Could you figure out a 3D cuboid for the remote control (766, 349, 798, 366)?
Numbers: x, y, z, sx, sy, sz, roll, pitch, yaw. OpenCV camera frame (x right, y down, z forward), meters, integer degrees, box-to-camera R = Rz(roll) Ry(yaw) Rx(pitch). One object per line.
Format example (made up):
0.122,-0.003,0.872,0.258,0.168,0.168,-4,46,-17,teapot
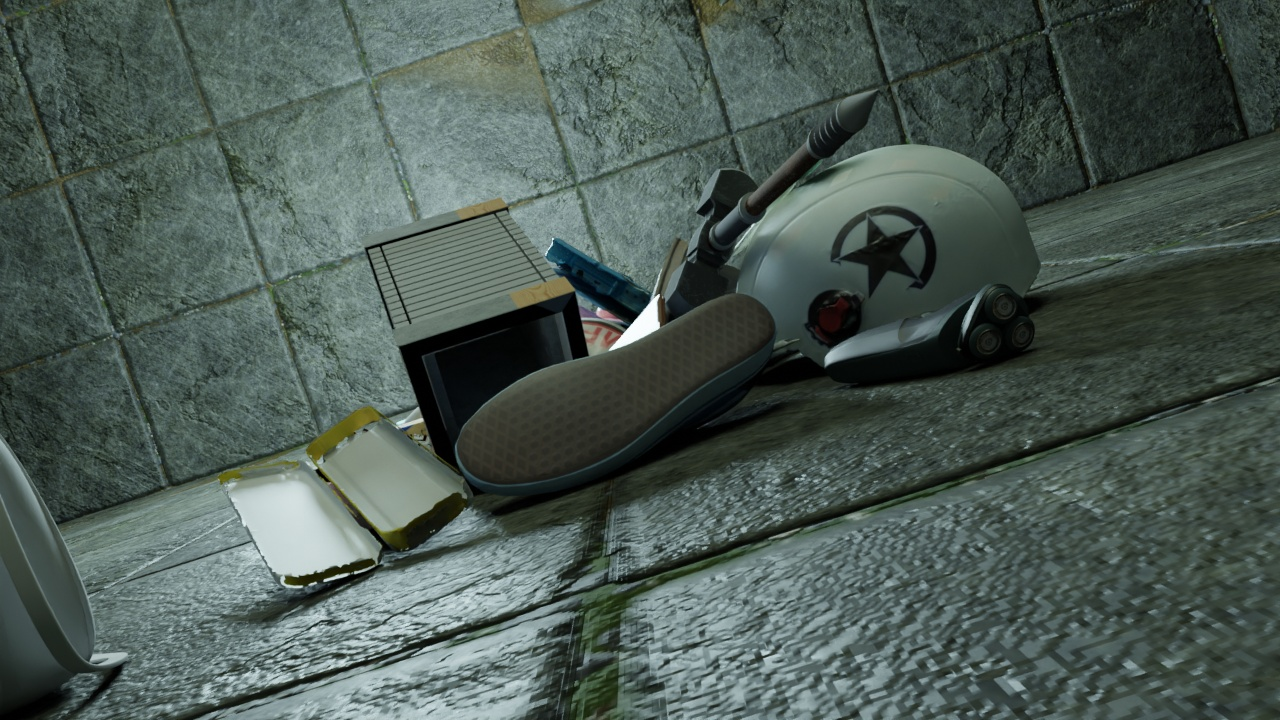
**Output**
0.133,-0.004,0.957,0.047,0.009,0.124,-15,4,39,remote control

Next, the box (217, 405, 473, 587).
-0.204,0.087,0.619,0.129,0.039,0.210,-24,24,-27,box

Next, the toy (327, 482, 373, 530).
-0.207,0.102,0.696,0.093,0.050,0.103,-27,5,-33,toy

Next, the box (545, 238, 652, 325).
-0.004,-0.058,1.036,0.048,0.231,0.093,-59,-12,1,box

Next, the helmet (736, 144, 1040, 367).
0.194,-0.093,0.799,0.265,0.163,0.236,-18,2,24,helmet

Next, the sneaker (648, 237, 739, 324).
0.059,-0.023,0.897,0.120,0.095,0.234,21,37,0,sneaker

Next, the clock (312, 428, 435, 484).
-0.244,0.095,0.854,0.154,0.065,0.115,-21,4,-26,clock

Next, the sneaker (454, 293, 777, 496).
-0.010,0.042,0.647,0.240,0.083,0.098,-26,-29,-18,sneaker

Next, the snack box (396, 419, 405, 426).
-0.217,0.075,1.157,0.174,0.053,0.075,-18,3,-18,snack box

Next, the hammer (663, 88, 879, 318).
0.100,-0.131,0.706,0.043,0.155,0.323,23,-16,-10,hammer

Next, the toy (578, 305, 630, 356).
-0.028,-0.007,1.046,0.142,0.084,0.212,27,15,7,toy

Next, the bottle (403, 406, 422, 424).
-0.216,0.062,1.001,0.195,0.052,0.052,-40,-3,16,bottle

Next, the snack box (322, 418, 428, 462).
-0.221,0.086,0.946,0.207,0.057,0.056,-17,3,11,snack box

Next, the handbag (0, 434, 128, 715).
-0.375,0.079,0.486,0.216,0.222,0.095,-16,5,29,handbag

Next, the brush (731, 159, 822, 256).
0.123,-0.145,0.847,0.033,0.012,0.218,-33,-8,-22,brush

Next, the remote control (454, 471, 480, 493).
-0.117,0.090,0.703,0.137,0.015,0.032,-13,5,34,remote control

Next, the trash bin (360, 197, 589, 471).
-0.151,-0.028,0.842,0.142,0.143,0.247,-19,33,-14,trash bin

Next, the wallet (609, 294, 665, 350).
-0.005,0.005,0.781,0.088,0.013,0.120,-48,23,27,wallet

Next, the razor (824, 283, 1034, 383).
0.180,-0.011,0.596,0.143,0.047,0.052,-18,27,49,razor
